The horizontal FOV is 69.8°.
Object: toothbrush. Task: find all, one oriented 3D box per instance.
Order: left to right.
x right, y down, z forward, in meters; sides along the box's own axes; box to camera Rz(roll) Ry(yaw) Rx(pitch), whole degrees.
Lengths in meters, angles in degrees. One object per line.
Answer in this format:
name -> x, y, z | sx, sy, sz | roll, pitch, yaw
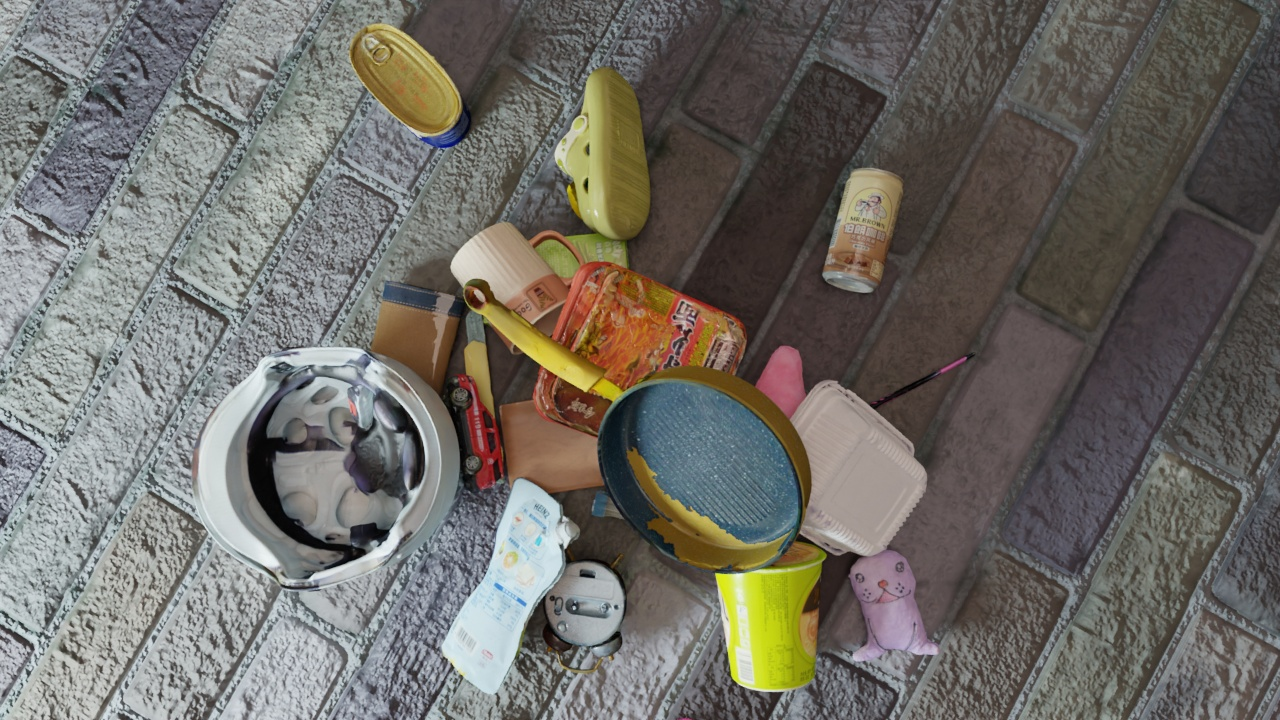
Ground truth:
toothbrush -> 0.257, 0.035, 0.937 | 0.189, 0.014, 0.017 | -29, 74, 0

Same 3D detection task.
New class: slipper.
slipper -> -0.041, -0.209, 0.952 | 0.082, 0.091, 0.190 | -13, 71, 34

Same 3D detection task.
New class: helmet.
helmet -> -0.287, 0.100, 0.898 | 0.259, 0.145, 0.229 | -15, 82, 18

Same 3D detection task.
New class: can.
can -> -0.245, -0.293, 0.983 | 0.148, 0.049, 0.074 | 45, 88, 7
can -> 0.227, -0.131, 0.933 | 0.058, 0.058, 0.116 | 15, 85, 5

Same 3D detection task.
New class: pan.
pan -> -0.009, 0.048, 0.801 | 0.357, 0.078, 0.198 | 46, 129, 2

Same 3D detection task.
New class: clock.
clock -> -0.055, 0.250, 0.914 | 0.082, 0.055, 0.122 | 7, 85, 3

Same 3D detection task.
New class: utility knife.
utility knife -> -0.166, 0.036, 0.959 | 0.031, 0.020, 0.188 | -8, 92, 6

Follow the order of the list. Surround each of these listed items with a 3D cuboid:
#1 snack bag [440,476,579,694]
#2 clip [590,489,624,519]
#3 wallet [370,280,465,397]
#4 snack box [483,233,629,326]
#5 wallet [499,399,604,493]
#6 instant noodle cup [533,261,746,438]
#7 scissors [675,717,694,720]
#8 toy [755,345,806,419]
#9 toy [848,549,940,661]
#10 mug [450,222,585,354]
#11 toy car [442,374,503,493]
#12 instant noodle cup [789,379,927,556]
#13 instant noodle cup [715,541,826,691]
snack bag -> -0.129, 0.220, 0.907 | 0.038, 0.110, 0.191 | 28, 89, -37
clip -> -0.022, 0.152, 0.941 | 0.058, 0.045, 0.027 | 16, 84, -1
wallet -> -0.238, -0.021, 0.965 | 0.090, 0.033, 0.115 | 12, 86, 7
snack box -> -0.089, -0.086, 0.964 | 0.156, 0.026, 0.085 | -6, 84, 3
wallet -> -0.085, 0.086, 0.951 | 0.115, 0.020, 0.101 | -8, 84, 5
instant noodle cup -> -0.005, 0.005, 0.907 | 0.188, 0.079, 0.164 | 23, 86, -16
scissors -> 0.015, 0.405, 0.915 | 0.133, 0.017, 0.131 | 24, 88, 9
toy -> 0.124, 0.102, 0.894 | 0.194, 0.075, 0.178 | -43, 112, -8
toy -> 0.241, 0.240, 0.904 | 0.084, 0.039, 0.108 | -12, 85, 11
mug -> -0.114, -0.082, 0.911 | 0.114, 0.082, 0.106 | -38, 81, -6
toy car -> -0.169, 0.072, 0.928 | 0.045, 0.053, 0.120 | -13, 92, -25
instant noodle cup -> 0.197, 0.113, 0.859 | 0.173, 0.060, 0.138 | 35, 90, -38
instant noodle cup -> 0.125, 0.246, 0.883 | 0.112, 0.111, 0.123 | -3, 93, 3
